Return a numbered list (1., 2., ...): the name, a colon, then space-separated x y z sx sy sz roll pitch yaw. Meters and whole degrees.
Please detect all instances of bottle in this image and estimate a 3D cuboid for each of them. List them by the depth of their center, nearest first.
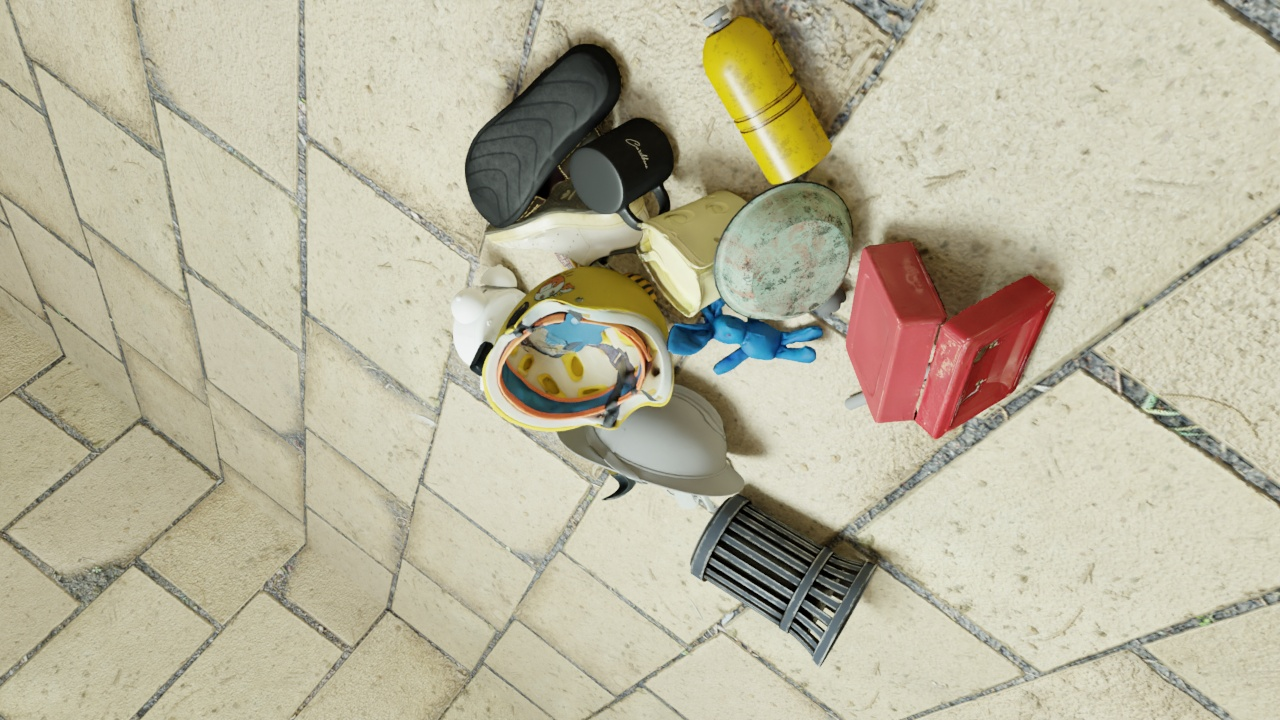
1. bottle: 0.112 -0.255 0.865 0.071 0.070 0.164 -11 122 48
2. bottle: 0.177 -0.095 1.008 0.110 0.036 0.036 42 145 -4

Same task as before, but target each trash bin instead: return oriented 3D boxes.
1. trash bin: 0.200 0.307 1.329 0.227 0.163 0.165 29 144 20

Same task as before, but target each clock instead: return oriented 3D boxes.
1. clock: -0.204 -0.047 1.327 0.073 0.125 0.161 12 131 34

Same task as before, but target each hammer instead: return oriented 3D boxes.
1. hammer: -0.116 0.090 1.332 0.025 0.117 0.333 -16 133 43

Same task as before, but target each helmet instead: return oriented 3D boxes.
1. helmet: -0.075 -0.024 1.136 0.241 0.139 0.209 -22 130 25
2. helmet: 0.026 0.086 1.262 0.271 0.183 0.118 18 106 9

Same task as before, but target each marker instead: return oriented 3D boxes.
1. marker: 0.289 0.032 1.064 0.016 0.016 0.141 46 144 -9

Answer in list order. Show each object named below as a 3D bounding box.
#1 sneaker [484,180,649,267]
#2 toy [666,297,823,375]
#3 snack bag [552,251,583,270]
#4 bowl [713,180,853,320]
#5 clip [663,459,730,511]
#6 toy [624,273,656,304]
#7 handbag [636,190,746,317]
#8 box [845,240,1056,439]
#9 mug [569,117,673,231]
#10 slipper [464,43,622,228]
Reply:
1. sneaker: -0.083 -0.160 1.140 0.242 0.088 0.102 0 139 37
2. toy: 0.125 -0.038 1.087 0.176 0.112 0.071 12 165 2
3. snack bag: -0.098 -0.140 1.221 0.026 0.020 0.099 -7 125 44
4. bowl: 0.153 -0.101 0.928 0.038 0.157 0.158 -121 11 -51
5. clip: 0.070 0.173 1.387 0.143 0.072 0.125 9 138 46
6. toy: -0.012 -0.067 1.206 0.084 0.046 0.104 44 141 15
7. handbag: 0.068 -0.121 0.985 0.111 0.119 0.081 48 153 24
8. box: 0.286 -0.029 0.933 0.168 0.153 0.157 44 151 33
9. mug: -0.011 -0.198 1.005 0.078 0.087 0.113 -23 103 54
10. slipper: -0.109 -0.255 1.053 0.113 0.075 0.269 48 126 -2
